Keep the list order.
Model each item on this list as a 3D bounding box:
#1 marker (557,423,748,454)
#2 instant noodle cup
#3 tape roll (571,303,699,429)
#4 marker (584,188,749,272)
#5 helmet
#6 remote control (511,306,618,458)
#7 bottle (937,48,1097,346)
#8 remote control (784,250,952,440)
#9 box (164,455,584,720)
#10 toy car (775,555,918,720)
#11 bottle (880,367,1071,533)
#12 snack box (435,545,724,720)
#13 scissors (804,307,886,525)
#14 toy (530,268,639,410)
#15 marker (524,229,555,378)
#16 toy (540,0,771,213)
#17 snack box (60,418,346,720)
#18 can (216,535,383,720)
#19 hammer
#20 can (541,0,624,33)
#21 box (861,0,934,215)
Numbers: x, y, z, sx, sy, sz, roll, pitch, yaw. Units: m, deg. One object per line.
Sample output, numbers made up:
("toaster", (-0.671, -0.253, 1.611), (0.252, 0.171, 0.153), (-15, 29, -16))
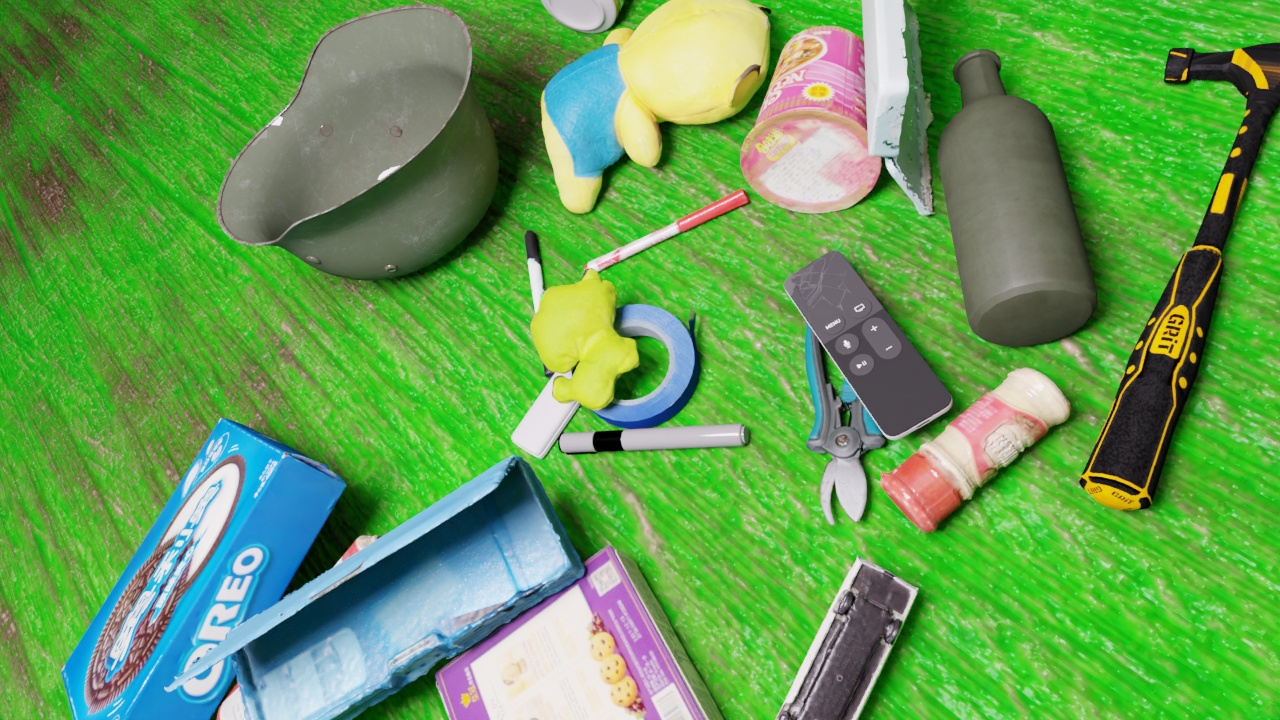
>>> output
("marker", (0.007, 0.055, 0.637), (0.141, 0.016, 0.016), (-5, 61, 26))
("instant noodle cup", (0.128, -0.179, 0.663), (0.098, 0.098, 0.108), (-4, 54, 26))
("tape roll", (-0.004, 0.004, 0.662), (0.093, 0.016, 0.091), (-4, 66, 17))
("marker", (0.018, -0.100, 0.722), (0.142, 0.013, 0.012), (-23, 54, 15))
("helmet", (-0.228, -0.161, 0.799), (0.268, 0.154, 0.226), (-18, 55, 13))
("remote control", (-0.051, 0.013, 0.694), (0.033, 0.012, 0.130), (26, 77, 36))
("bottle", (0.228, -0.112, 0.579), (0.072, 0.071, 0.206), (-12, 58, 22))
("remote control", (0.141, -0.014, 0.585), (0.045, 0.008, 0.146), (-32, 50, 7))
("box", (-0.162, 0.144, 0.553), (0.231, 0.102, 0.094), (-31, 65, 3))
("toy car", (0.110, 0.167, 0.504), (0.039, 0.039, 0.113), (28, 78, 10))
("bottle", (0.191, 0.050, 0.524), (0.109, 0.044, 0.044), (-40, 52, 2))
("snack box", (-0.038, 0.213, 0.555), (0.148, 0.040, 0.143), (-37, 52, 5))
("scissors", (0.132, 0.025, 0.585), (0.153, 0.019, 0.128), (-46, 51, -3))
("toy", (-0.040, -0.015, 0.653), (0.093, 0.036, 0.094), (32, 84, 22))
("marker", (-0.082, -0.049, 0.748), (0.011, 0.011, 0.152), (-23, 55, 15))
("toy", (0.010, -0.230, 0.758), (0.214, 0.084, 0.148), (-23, 56, 18))
("snack box", (-0.335, 0.167, 0.694), (0.196, 0.056, 0.238), (8, 67, 53))
("can", (-0.221, 0.204, 0.642), (0.067, 0.067, 0.170), (35, 83, 38))
("hammer", (0.324, -0.058, 0.522), (0.123, 0.036, 0.320), (18, 70, 34))
("can", (-0.038, -0.391, 0.877), (0.079, 0.079, 0.142), (8, 67, 31))
("box", (0.172, -0.212, 0.624), (0.049, 0.136, 0.196), (-7, 60, 24))
